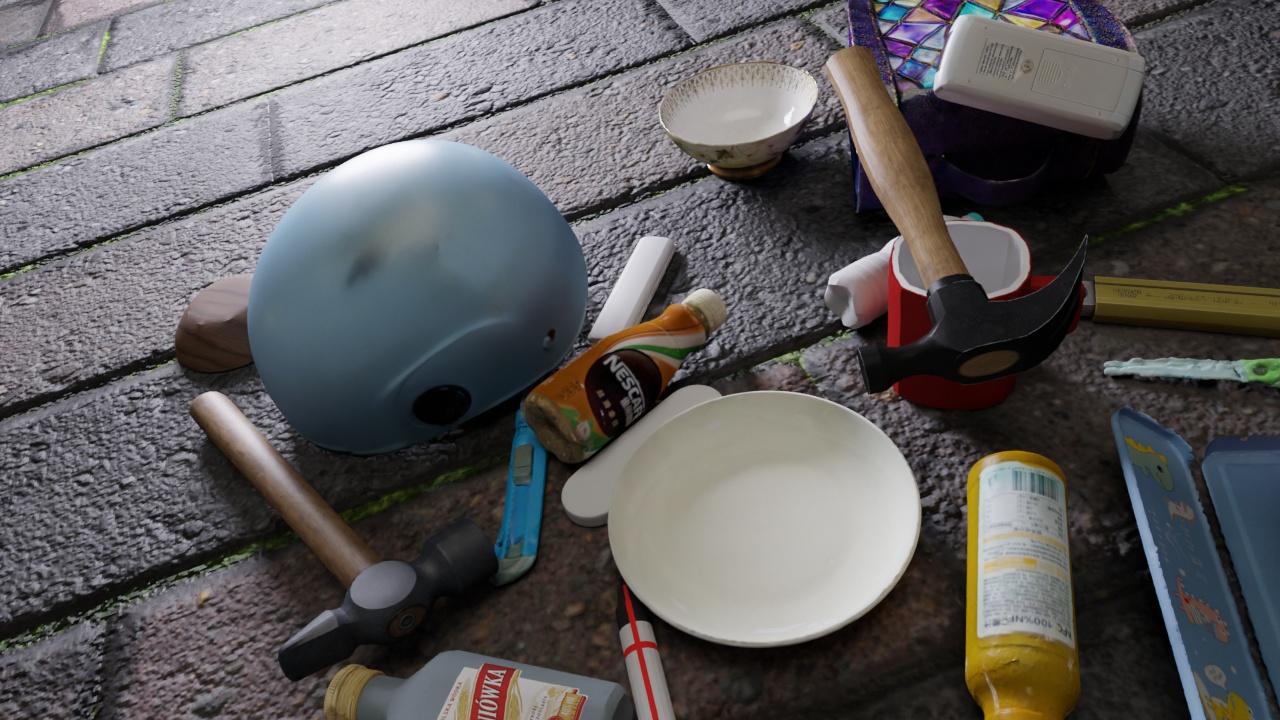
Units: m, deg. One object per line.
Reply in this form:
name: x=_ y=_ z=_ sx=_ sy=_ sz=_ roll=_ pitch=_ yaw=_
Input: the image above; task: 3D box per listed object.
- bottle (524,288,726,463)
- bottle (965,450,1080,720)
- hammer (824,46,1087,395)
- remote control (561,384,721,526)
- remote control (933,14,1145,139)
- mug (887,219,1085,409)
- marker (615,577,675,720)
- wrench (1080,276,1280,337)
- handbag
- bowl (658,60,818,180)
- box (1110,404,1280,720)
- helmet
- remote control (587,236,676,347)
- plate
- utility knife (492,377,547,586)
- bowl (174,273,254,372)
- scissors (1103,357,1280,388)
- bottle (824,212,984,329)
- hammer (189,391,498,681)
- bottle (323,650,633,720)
bottle: x=-0.004 y=0.004 z=0.647 sx=0.059 sy=0.059 sz=0.166 roll=29 pitch=54 yaw=36
bottle: x=0.193 y=0.132 z=0.466 sx=0.053 sy=0.053 sz=0.185 roll=3 pitch=46 yaw=17
hammer: x=0.173 y=-0.112 z=0.584 sx=0.132 sy=0.040 sz=0.304 roll=-14 pitch=48 yaw=9
remote control: x=0.004 y=0.062 z=0.618 sx=0.136 sy=0.013 sz=0.043 roll=-38 pitch=48 yaw=-23
remote control: x=0.284 y=-0.203 z=0.655 sx=0.138 sy=0.025 sz=0.060 roll=18 pitch=90 yaw=10
mug: x=0.220 y=-0.028 z=0.592 sx=0.116 sy=0.097 sz=0.080 roll=3 pitch=46 yaw=17
marker: x=0.005 y=0.176 z=0.495 sx=0.019 sy=0.019 sz=0.145 roll=-16 pitch=43 yaw=-2
wrench: x=0.415 y=-0.028 z=0.599 sx=0.274 sy=0.018 sz=0.083 roll=6 pitch=48 yaw=20
handbag: x=0.268 y=-0.210 z=0.745 sx=0.205 sy=0.126 sz=0.221 roll=-8 pitch=52 yaw=7
bowl: x=0.091 y=-0.212 z=0.841 sx=0.145 sy=0.063 sz=0.145 roll=-7 pitch=44 yaw=6
box: x=0.312 y=0.115 z=0.467 sx=0.126 sy=0.039 sz=0.208 roll=10 pitch=46 yaw=2
helmet: x=-0.183 y=-0.060 z=0.685 sx=0.265 sy=0.167 sz=0.225 roll=-35 pitch=52 yaw=-3
remote control: x=-0.006 y=-0.057 z=0.744 sx=0.033 sy=0.012 sz=0.130 roll=7 pitch=47 yaw=21
plate: x=0.072 y=0.095 z=0.550 sx=0.182 sy=0.034 sz=0.182 roll=-8 pitch=44 yaw=7
utility knife: x=-0.080 y=0.068 z=0.634 sx=0.031 sy=0.015 sz=0.197 roll=-8 pitch=42 yaw=5
bowl: x=-0.358 y=-0.043 z=0.807 sx=0.119 sy=0.032 sz=0.119 roll=-8 pitch=44 yaw=7
scissors: x=0.382 y=0.007 z=0.567 sx=0.174 sy=0.033 sz=0.065 roll=1 pitch=68 yaw=27
bottle: x=0.201 y=-0.072 z=0.682 sx=0.136 sy=0.044 sz=0.044 roll=-30 pitch=45 yaw=-16
hammer: x=-0.239 y=0.091 z=0.622 sx=0.129 sy=0.040 sz=0.322 roll=-29 pitch=39 yaw=-32
bottle: x=-0.090 y=0.192 z=0.483 sx=0.161 sy=0.046 sz=0.072 roll=5 pitch=46 yaw=19
